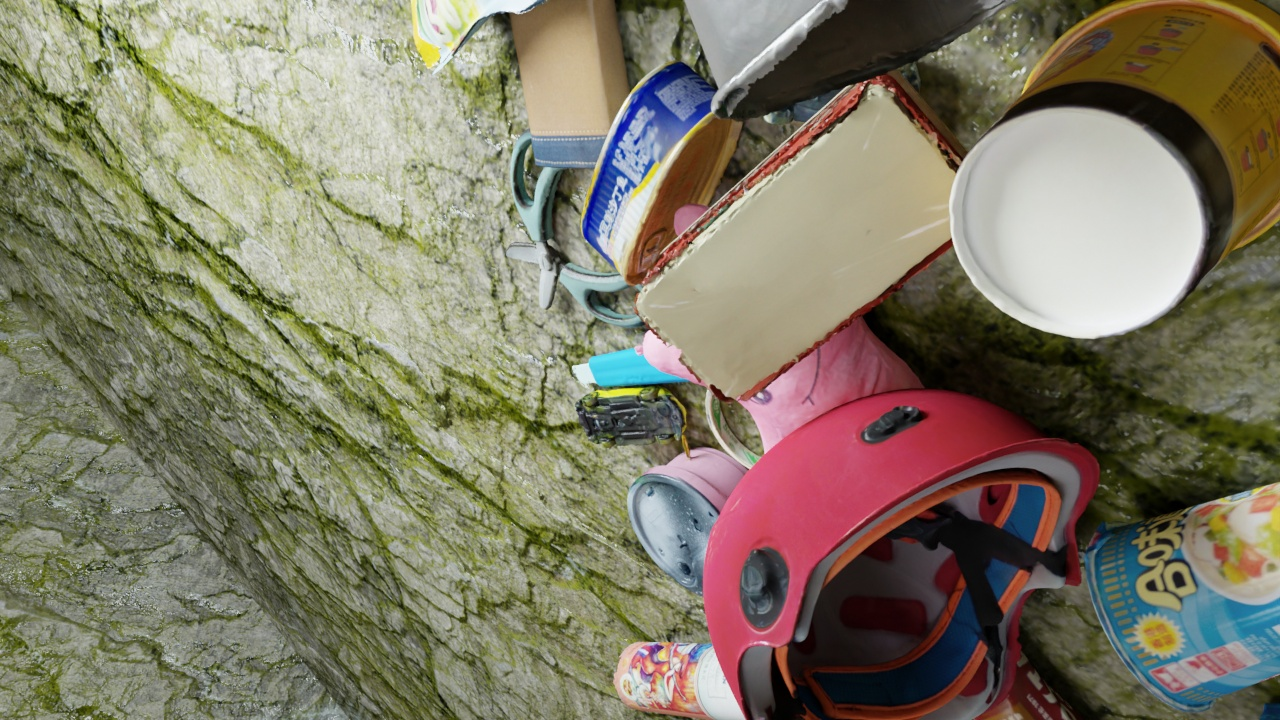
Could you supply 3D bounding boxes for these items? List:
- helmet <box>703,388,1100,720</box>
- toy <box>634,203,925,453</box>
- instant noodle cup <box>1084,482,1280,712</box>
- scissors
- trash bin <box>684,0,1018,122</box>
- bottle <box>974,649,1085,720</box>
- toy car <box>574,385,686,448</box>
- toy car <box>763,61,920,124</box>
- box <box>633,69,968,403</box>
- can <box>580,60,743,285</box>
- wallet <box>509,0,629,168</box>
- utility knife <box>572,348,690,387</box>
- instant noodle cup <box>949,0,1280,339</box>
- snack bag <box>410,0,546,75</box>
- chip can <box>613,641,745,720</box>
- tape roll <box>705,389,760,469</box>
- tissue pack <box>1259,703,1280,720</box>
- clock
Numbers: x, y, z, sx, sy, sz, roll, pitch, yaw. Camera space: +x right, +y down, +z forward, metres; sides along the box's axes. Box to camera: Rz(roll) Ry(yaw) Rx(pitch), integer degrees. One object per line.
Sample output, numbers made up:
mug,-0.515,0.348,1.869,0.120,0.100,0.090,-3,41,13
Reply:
helmet,0.127,0.102,0.512,0.144,0.206,0.240,53,139,47
toy,0.080,-0.009,0.571,0.179,0.074,0.195,-7,112,28
instant noodle cup,0.289,0.103,0.431,0.099,0.099,0.110,51,137,4
scissors,-0.046,-0.086,0.705,0.179,0.019,0.171,34,138,23
trash bin,0.084,-0.232,0.309,0.199,0.198,0.220,-27,91,54
bottle,0.237,0.217,0.604,0.175,0.057,0.058,49,144,7
toy car,-0.006,0.044,0.755,0.105,0.032,0.048,-6,114,38
toy car,0.101,-0.145,0.481,0.091,0.034,0.043,15,125,23
box,0.079,-0.058,0.458,0.091,0.077,0.169,46,118,-8
can,0.010,-0.113,0.574,0.049,0.074,0.148,46,143,16
wallet,-0.045,-0.185,0.607,0.090,0.033,0.115,11,121,40
utility knife,-0.004,0.004,0.732,0.179,0.018,0.034,-8,98,52
instant noodle cup,0.193,-0.075,0.368,0.118,0.114,0.119,28,137,30
snack bag,-0.089,-0.256,0.575,0.191,0.038,0.110,-8,72,52
chip can,0.060,0.299,0.856,0.215,0.071,0.071,-24,100,54
tape roll,0.085,0.045,0.670,0.086,0.013,0.086,29,137,31
tissue pack,0.357,0.202,0.429,0.158,0.094,0.052,-27,91,53
clock,0.064,0.140,0.733,0.158,0.059,0.117,50,143,8
